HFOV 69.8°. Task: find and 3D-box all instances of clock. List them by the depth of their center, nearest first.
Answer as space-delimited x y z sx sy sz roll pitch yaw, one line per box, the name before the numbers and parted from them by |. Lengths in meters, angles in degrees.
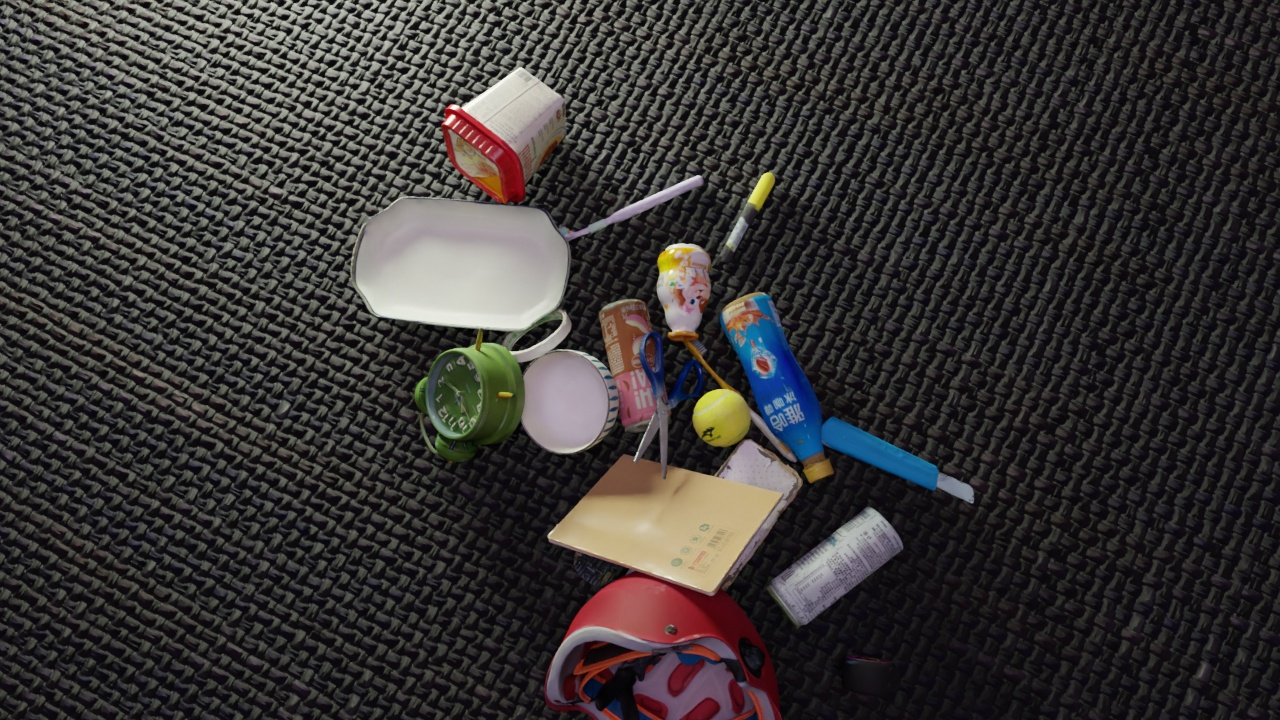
clock | -0.200 0.047 1.041 0.162 0.056 0.116 -43 63 31

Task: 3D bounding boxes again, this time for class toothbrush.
toothbrush | 0.116 0.043 1.057 0.018 0.016 0.191 -39 77 -13
toothbrush | -0.011 -0.185 1.115 0.189 0.029 0.021 -23 117 -2

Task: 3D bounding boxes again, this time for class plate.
plate | -0.213 -0.112 1.102 0.266 0.034 0.161 5 74 6

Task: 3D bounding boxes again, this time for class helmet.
helmet | 0.039 0.304 0.933 0.240 0.143 0.208 37 126 -13

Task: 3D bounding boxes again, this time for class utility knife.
utility knife | 0.285 0.113 1.026 0.188 0.018 0.034 25 92 9

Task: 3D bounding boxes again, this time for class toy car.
toy car | -0.030 0.202 1.025 0.049 0.031 0.105 37 85 10

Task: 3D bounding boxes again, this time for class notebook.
notebook | 0.024 0.163 0.953 0.208 0.008 0.147 9 39 36

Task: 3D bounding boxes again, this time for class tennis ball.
tennis ball | 0.091 0.065 1.027 0.065 0.065 0.065 -1 78 4

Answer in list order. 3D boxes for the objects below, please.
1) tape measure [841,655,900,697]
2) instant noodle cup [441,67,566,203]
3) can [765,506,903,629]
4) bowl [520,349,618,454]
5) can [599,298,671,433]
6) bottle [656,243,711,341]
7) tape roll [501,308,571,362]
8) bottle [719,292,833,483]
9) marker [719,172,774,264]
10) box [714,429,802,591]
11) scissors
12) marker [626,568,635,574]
tape measure | 0.240 0.333 0.963 0.058 0.057 0.039 7 79 -3
instant noodle cup | -0.157 -0.273 1.103 0.116 0.116 0.124 39 72 11
can | 0.209 0.223 0.988 0.146 0.058 0.058 -37 78 -4
bowl | -0.074 0.045 1.037 0.117 0.066 0.116 1 93 24
can | -0.006 0.006 1.052 0.058 0.058 0.147 -13 77 2
bottle | 0.050 -0.078 1.063 0.063 0.063 0.108 1 78 5
tape roll | -0.120 -0.029 1.061 0.086 0.085 0.014 -30 118 -2
bottle | 0.158 0.032 1.028 0.065 0.065 0.218 -22 77 -1
marker | 0.128 -0.170 1.103 0.018 0.015 0.124 28 84 10
box | 0.102 0.168 1.009 0.090 0.061 0.184 39 81 11
scissors | 0.030 0.046 1.017 0.012 0.160 0.163 -23 81 43
marker | -0.004 0.234 1.024 0.017 0.017 0.145 32 82 10
